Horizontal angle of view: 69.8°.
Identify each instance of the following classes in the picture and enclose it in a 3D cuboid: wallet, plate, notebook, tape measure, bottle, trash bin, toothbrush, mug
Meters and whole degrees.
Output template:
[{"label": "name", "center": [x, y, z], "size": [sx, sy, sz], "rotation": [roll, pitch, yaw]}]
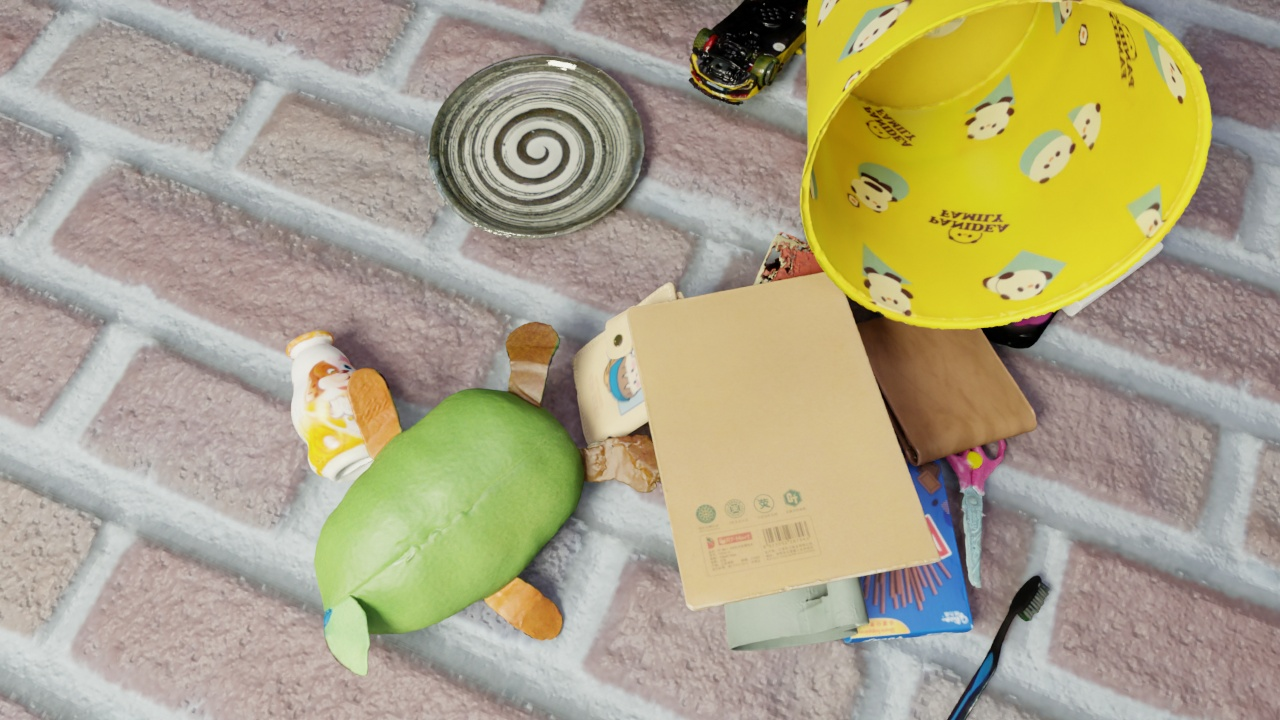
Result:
[{"label": "wallet", "center": [-0.004, 0.004, 0.656], "size": [0.024, 0.115, 0.087], "rotation": [9, 56, -43]}, {"label": "plate", "center": [-0.086, -0.175, 0.762], "size": [0.179, 0.024, 0.179], "rotation": [0, 69, -1]}, {"label": "notebook", "center": [0.080, 0.040, 0.570], "size": [0.148, 0.008, 0.207], "rotation": [-11, 59, -2]}, {"label": "wallet", "center": [0.218, 0.013, 0.666], "size": [0.101, 0.020, 0.115], "rotation": [-13, 64, -15]}, {"label": "tape measure", "center": [0.282, -0.040, 0.697], "size": [0.058, 0.039, 0.057], "rotation": [36, 74, 8]}, {"label": "bottle", "center": [-0.222, 0.032, 0.664], "size": [0.063, 0.063, 0.108], "rotation": [-26, 71, -9]}, {"label": "trash bin", "center": [0.216, -0.189, 0.631], "size": [0.229, 0.230, 0.254], "rotation": [2, 44, 1]}, {"label": "toothbrush", "center": [0.223, 0.224, 0.613], "size": [0.016, 0.014, 0.189], "rotation": [41, 74, -10]}, {"label": "mug", "center": [0.100, 0.128, 0.594], "size": [0.083, 0.124, 0.103], "rotation": [2, 65, -21]}]

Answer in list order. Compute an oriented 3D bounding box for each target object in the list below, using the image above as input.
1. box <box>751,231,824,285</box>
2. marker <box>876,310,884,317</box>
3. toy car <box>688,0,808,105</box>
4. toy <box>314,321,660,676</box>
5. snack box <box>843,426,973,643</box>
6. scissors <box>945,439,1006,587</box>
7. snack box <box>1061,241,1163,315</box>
[{"label": "box", "center": [0.084, -0.004, 0.657], "size": [0.076, 0.091, 0.168], "rotation": [23, 71, 3]}, {"label": "marker", "center": [0.206, -0.023, 0.703], "size": [0.017, 0.017, 0.146], "rotation": [-37, 73, -12]}, {"label": "toy car", "center": [0.102, -0.274, 0.783], "size": [0.071, 0.041, 0.155], "rotation": [29, 59, 14]}, {"label": "toy", "center": [-0.118, 0.094, 0.622], "size": [0.246, 0.090, 0.227], "rotation": [-38, 90, -11]}, {"label": "snack box", "center": [0.174, 0.114, 0.647], "size": [0.084, 0.026, 0.157], "rotation": [-5, 69, -2]}, {"label": "scissors", "center": [0.235, 0.097, 0.648], "size": [0.057, 0.017, 0.133], "rotation": [13, 58, -6]}, {"label": "snack box", "center": [0.323, -0.119, 0.729], "size": [0.084, 0.027, 0.156], "rotation": [-35, 74, -5]}]
